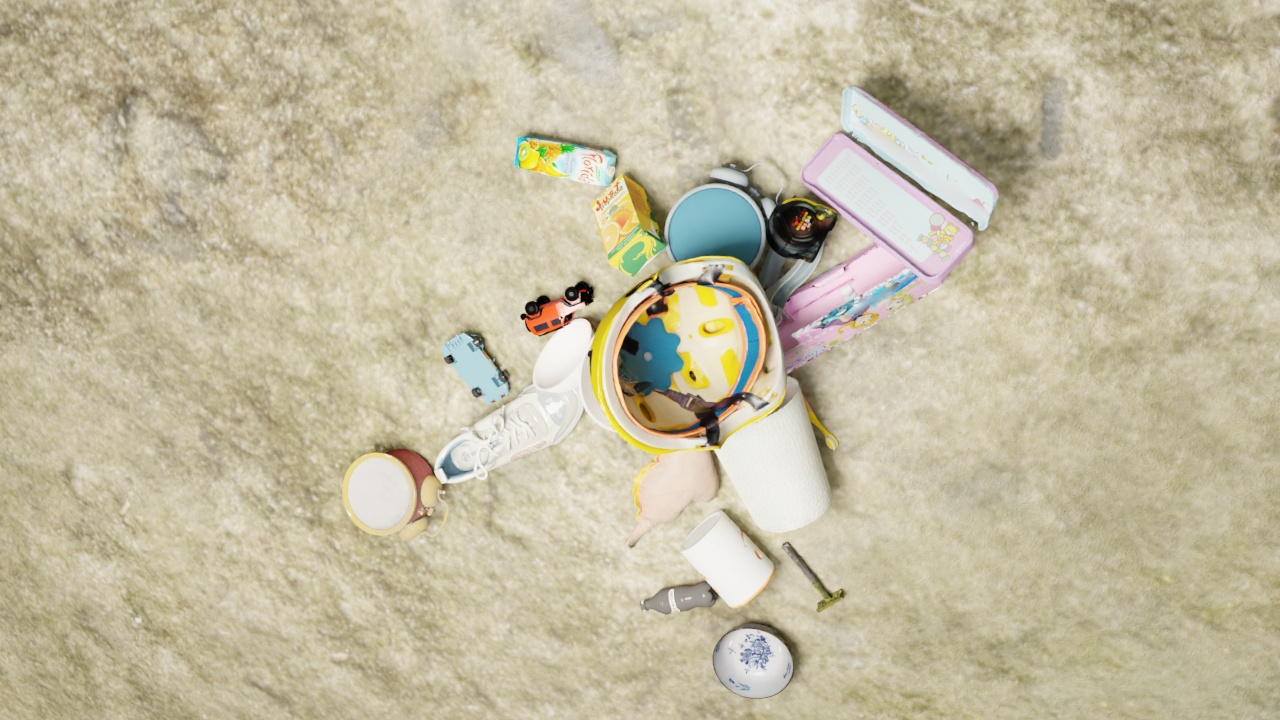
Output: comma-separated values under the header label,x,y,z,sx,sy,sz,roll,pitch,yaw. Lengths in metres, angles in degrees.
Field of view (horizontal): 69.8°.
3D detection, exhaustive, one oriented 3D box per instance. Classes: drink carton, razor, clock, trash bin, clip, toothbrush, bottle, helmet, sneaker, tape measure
label,x,y,z,sx,sy,sz,roll,pitch,yaw
drink carton,-0.017,-0.167,1.115,0.041,0.122,0.058,28,122,-38
razor,0.228,0.291,1.248,0.043,0.026,0.106,-39,91,23
clock,-0.343,0.194,1.326,0.159,0.081,0.117,29,101,14
trash bin,0.165,0.120,1.155,0.133,0.133,0.161,-19,108,18
clip,0.163,-0.103,1.115,0.027,0.090,0.162,28,90,-38
drink carton,-0.092,-0.250,1.147,0.129,0.038,0.044,14,110,10
toothbrush,0.212,0.062,1.181,0.021,0.016,0.135,-36,96,28
bottle,0.052,0.338,1.297,0.110,0.036,0.036,-15,103,18
helmet,0.034,-0.004,1.047,0.239,0.140,0.209,-26,104,-19
clock,0.104,-0.167,1.111,0.122,0.075,0.162,43,99,-1
sneaker,-0.181,0.105,1.254,0.243,0.090,0.089,-29,97,20
tape measure,0.182,-0.152,1.056,0.072,0.042,0.071,29,82,2

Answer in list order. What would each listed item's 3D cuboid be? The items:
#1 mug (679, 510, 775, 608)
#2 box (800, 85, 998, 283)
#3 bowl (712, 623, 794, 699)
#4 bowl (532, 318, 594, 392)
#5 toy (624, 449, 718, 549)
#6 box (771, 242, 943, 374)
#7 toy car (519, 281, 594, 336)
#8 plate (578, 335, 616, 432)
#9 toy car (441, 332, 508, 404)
label,x,y,z,sx,sy,sz,roll,pitch,yaw
mug,0.116,0.267,1.235,0.082,0.082,0.105,-42,92,21
box,0.286,-0.197,1.014,0.214,0.062,0.140,46,134,25
bowl,0.160,0.413,1.289,0.114,0.045,0.114,4,108,13
bowl,-0.089,0.002,1.203,0.110,0.109,0.040,-40,123,21
toy,0.021,0.100,1.172,0.195,0.065,0.264,-33,121,-19
box,0.244,-0.064,1.094,0.231,0.090,0.084,-31,99,20
toy car,-0.107,-0.067,1.202,0.100,0.051,0.049,-19,98,19
plate,-0.007,0.007,1.180,0.173,0.036,0.174,-11,115,-24
toy car,-0.224,0.008,1.268,0.060,0.027,0.108,-29,108,20
